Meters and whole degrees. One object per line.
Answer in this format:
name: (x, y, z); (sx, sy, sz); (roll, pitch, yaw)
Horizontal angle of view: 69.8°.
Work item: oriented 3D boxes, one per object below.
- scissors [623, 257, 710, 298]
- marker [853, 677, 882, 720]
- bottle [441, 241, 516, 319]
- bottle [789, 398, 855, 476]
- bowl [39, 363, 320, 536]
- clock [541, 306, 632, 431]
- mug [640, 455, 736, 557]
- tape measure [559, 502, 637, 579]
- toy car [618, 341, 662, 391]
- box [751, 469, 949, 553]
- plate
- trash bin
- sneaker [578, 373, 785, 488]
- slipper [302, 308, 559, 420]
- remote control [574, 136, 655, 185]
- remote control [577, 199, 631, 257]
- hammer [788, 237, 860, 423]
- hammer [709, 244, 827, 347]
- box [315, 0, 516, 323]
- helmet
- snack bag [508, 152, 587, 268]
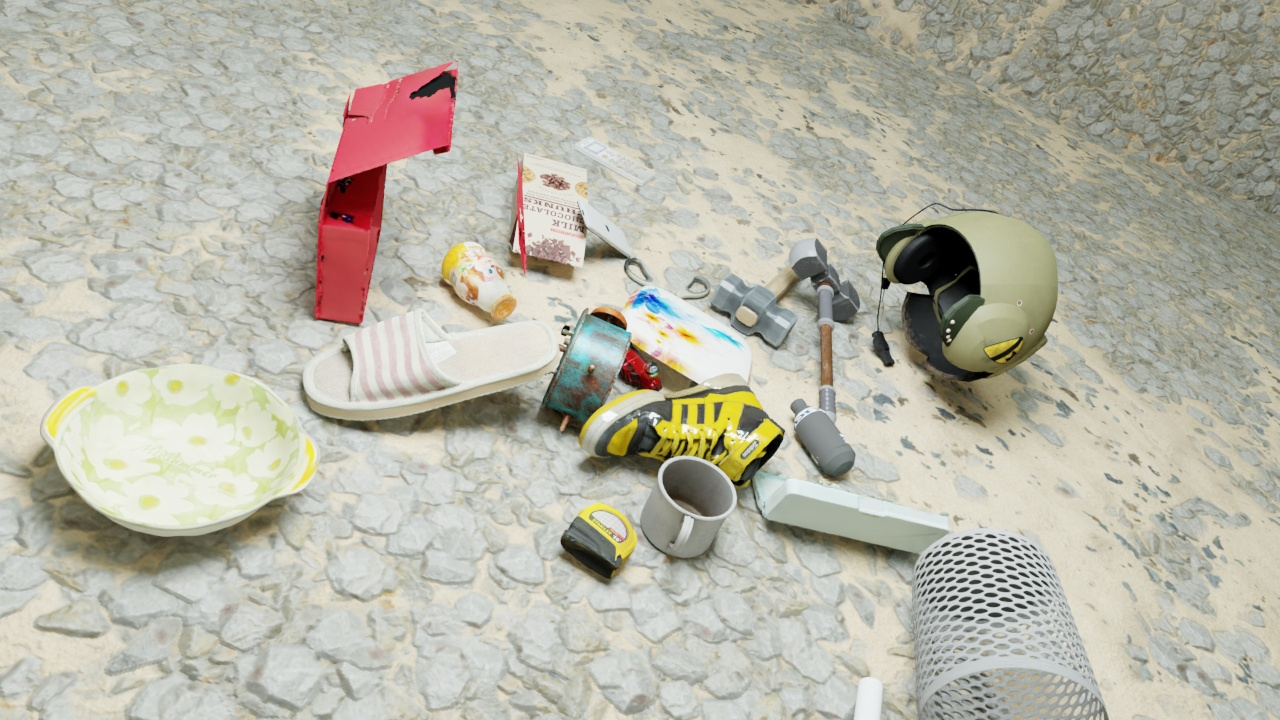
scissors: (0.037, -0.097, 1.290); (0.157, 0.013, 0.169); (36, 39, 18)
marker: (0.200, 0.344, 0.822); (0.023, 0.027, 0.132); (26, 35, 3)
bottle: (-0.196, -0.095, 1.123); (0.063, 0.063, 0.109); (-18, 54, -41)
bottle: (0.220, 0.092, 1.126); (0.047, 0.047, 0.112); (-3, 44, -31)
bowl: (-0.394, 0.087, 0.795); (0.219, 0.060, 0.188); (16, 37, -11)
clock: (-0.062, -0.003, 1.035); (0.073, 0.121, 0.157); (24, 32, -5)
mug: (0.044, 0.158, 0.930); (0.084, 0.071, 0.113); (24, 37, 1)
tape measure: (-0.038, 0.174, 0.895); (0.065, 0.037, 0.064); (32, 38, 8)
toy car: (-0.007, 0.007, 1.114); (0.036, 0.042, 0.091); (-38, 57, -17)
box: (0.231, 0.161, 1.028); (0.197, 0.078, 0.122); (15, 18, -13)
plate: (0.065, -0.031, 1.177); (0.187, 0.016, 0.186); (31, 26, -3)
trash bin: (0.340, 0.272, 0.879); (0.156, 0.157, 0.182); (21, 34, -3)
sneaker: (0.056, 0.089, 1.001); (0.238, 0.086, 0.122); (-14, 47, -35)
slipper: (-0.215, -0.005, 0.947); (0.262, 0.052, 0.115); (-9, 46, -8)
remote control: (-0.043, -0.337, 1.545); (0.136, 0.011, 0.050); (31, 37, 10)
remote control: (-0.049, -0.182, 1.277); (0.146, 0.008, 0.045); (25, 43, -66)
hammer: (0.257, -0.021, 1.267); (0.156, 0.043, 0.321); (45, 37, -32)
hammer: (0.219, -0.122, 1.393); (0.117, 0.051, 0.321); (35, 35, 11)
box: (-0.278, -0.237, 1.001); (0.124, 0.379, 0.211); (25, 33, -26)
helmet: (0.447, -0.078, 1.263); (0.232, 0.256, 0.250); (0, 44, -23)
snack bag: (-0.128, -0.199, 1.280); (0.094, 0.070, 0.206); (12, 38, -15)
